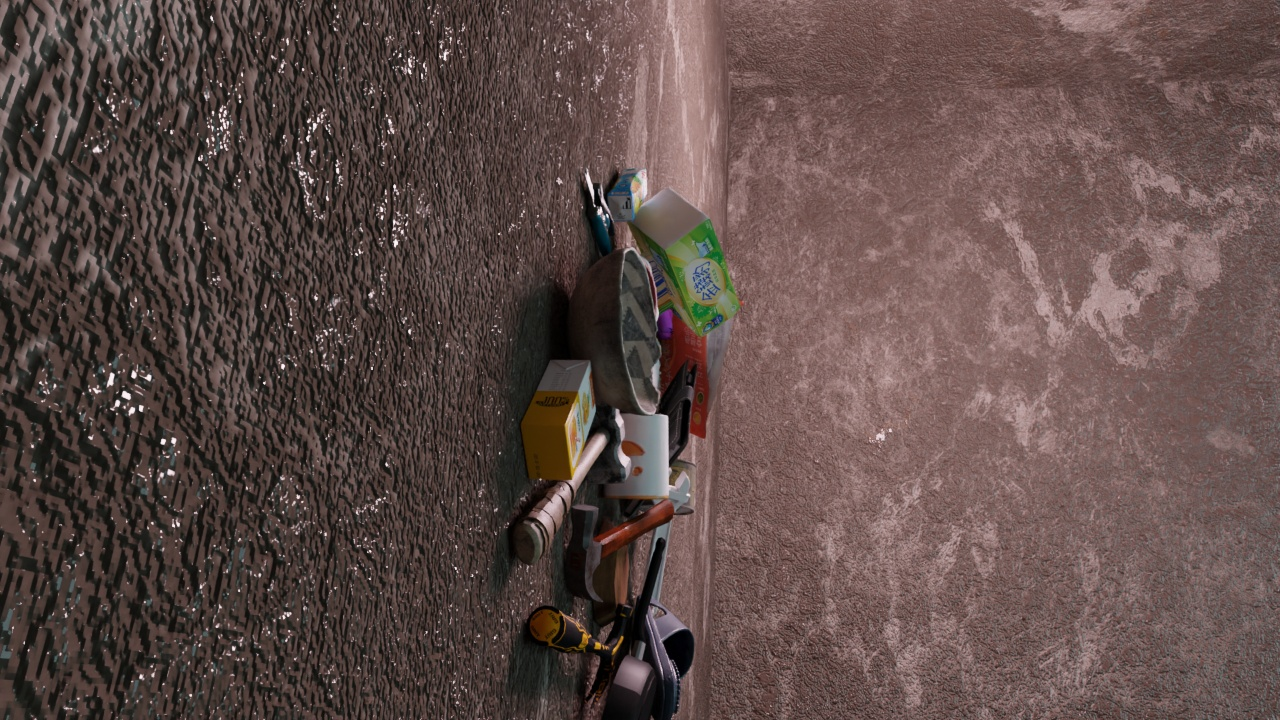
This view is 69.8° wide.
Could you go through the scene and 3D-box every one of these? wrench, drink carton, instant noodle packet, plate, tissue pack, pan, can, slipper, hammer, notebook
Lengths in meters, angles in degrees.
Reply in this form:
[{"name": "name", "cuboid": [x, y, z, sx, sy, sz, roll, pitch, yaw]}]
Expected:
[{"name": "wrench", "cuboid": [0.027, 0.279, 1.379, 0.018, 0.066, 0.274, -127, -139, -57]}, {"name": "drink carton", "cuboid": [-0.016, -0.219, 1.205, 0.128, 0.039, 0.044, -72, 160, -62]}, {"name": "instant noodle packet", "cuboid": [0.069, -0.002, 1.455, 0.164, 0.083, 0.221, 22, -73, 54]}, {"name": "plate", "cuboid": [-0.036, 0.268, 1.152, 0.131, 0.025, 0.131, 2, 89, -81]}, {"name": "tissue pack", "cuboid": [0.036, -0.114, 1.262, 0.120, 0.141, 0.198, 44, -12, 46]}, {"name": "pan", "cuboid": [-0.005, 0.386, 1.104, 0.204, 0.044, 0.354, 83, 22, -62]}, {"name": "can", "cuboid": [0.040, 0.195, 1.422, 0.090, 0.090, 0.074, 66, 26, -69]}, {"name": "slipper", "cuboid": [0.039, 0.404, 1.270, 0.263, 0.082, 0.101, -129, -138, -76]}, {"name": "hammer", "cuboid": [-0.017, 0.206, 1.092, 0.300, 0.028, 0.111, -4, 100, -70]}, {"name": "drink carton", "cuboid": [-0.074, 0.051, 0.855, 0.122, 0.040, 0.059, -74, 162, -59]}, {"name": "hammer", "cuboid": [-0.066, 0.113, 0.911, 0.318, 0.049, 0.121, -54, 139, -72]}, {"name": "hammer", "cuboid": [-0.060, 0.296, 0.953, 0.321, 0.036, 0.123, 66, 42, -66]}, {"name": "notebook", "cuboid": [0.031, 0.108, 1.332, 0.170, 0.029, 0.208, -58, -168, 30]}]

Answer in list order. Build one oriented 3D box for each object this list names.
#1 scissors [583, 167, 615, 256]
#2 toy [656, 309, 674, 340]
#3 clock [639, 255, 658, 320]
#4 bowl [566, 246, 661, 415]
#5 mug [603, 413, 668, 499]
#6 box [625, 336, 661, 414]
[{"name": "scissors", "cuboid": [-0.048, -0.168, 1.076, 0.126, 0.019, 0.144, -65, 153, -67]}, {"name": "toy", "cuboid": [0.022, -0.079, 1.409, 0.106, 0.056, 0.088, 94, -6, -80]}, {"name": "clock", "cuboid": [-0.014, -0.080, 1.106, 0.137, 0.048, 0.096, -16, 98, -65]}, {"name": "bowl", "cuboid": [-0.034, -0.026, 0.961, 0.178, 0.081, 0.178, -6, 89, -80]}, {"name": "mug", "cuboid": [-0.005, 0.122, 1.159, 0.082, 0.082, 0.105, 37, 53, -79]}, {"name": "box", "cuboid": [-0.007, 0.007, 1.251, 0.205, 0.050, 0.117, 57, 32, -75]}]
